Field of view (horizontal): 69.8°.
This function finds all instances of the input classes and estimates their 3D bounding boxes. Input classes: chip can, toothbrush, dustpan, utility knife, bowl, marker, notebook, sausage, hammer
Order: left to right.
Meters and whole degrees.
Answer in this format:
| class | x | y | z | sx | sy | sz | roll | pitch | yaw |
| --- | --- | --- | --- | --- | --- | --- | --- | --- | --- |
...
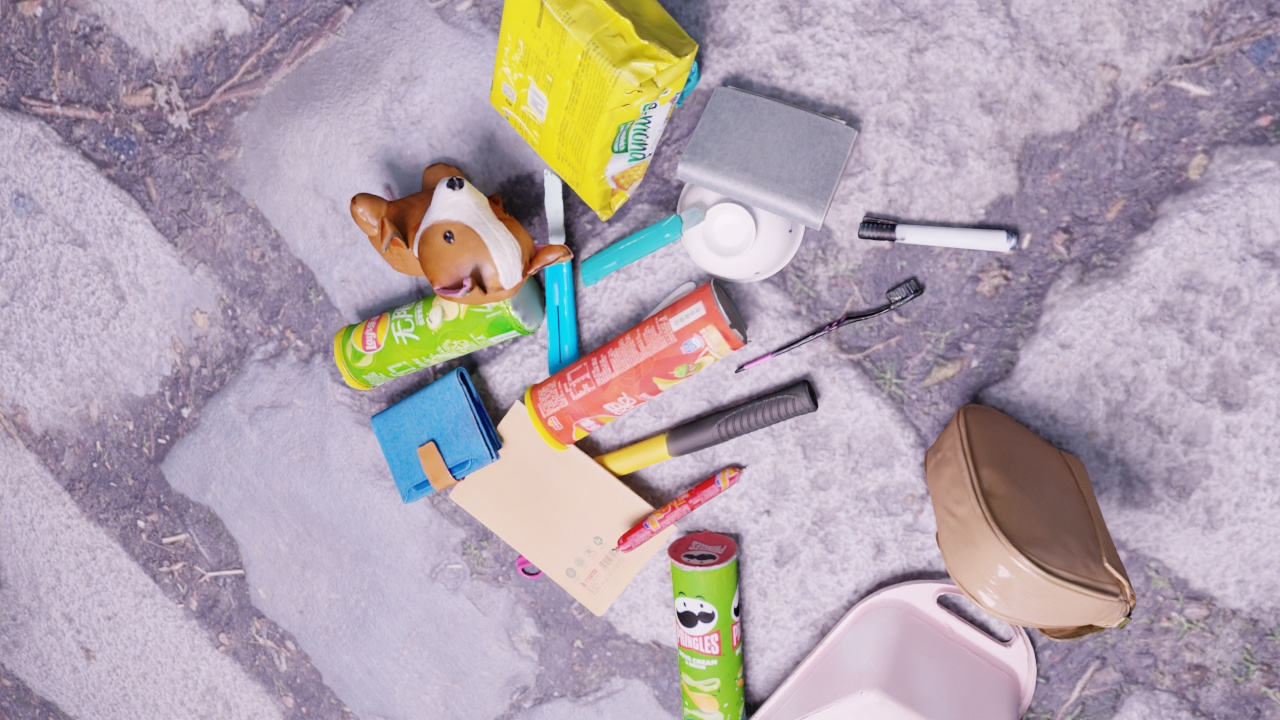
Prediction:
| class | x | y | z | sx | sy | sz | roll | pitch | yaw |
| --- | --- | --- | --- | --- | --- | --- | --- | --- | --- |
| chip can | -0.202 | -0.033 | 0.921 | 0.222 | 0.072 | 0.072 | -17 | 103 | 21 |
| utility knife | -0.078 | -0.076 | 0.874 | 0.034 | 0.018 | 0.219 | 14 | 124 | 24 |
| notebook | -0.083 | 0.156 | 0.949 | 0.207 | 0.008 | 0.148 | 38 | 114 | 2 |
| toothbrush | -0.013 | -0.019 | 0.901 | 0.180 | 0.016 | 0.016 | -40 | 110 | 22 |
| chip can | -0.005 | 0.005 | 0.863 | 0.217 | 0.073 | 0.073 | -31 | 97 | 18 |
| utility knife | -0.004 | -0.102 | 0.839 | 0.176 | 0.013 | 0.029 | -21 | 73 | 45 |
| hammer | 0.032 | 0.084 | 0.912 | 0.301 | 0.032 | 0.129 | -22 | 101 | 23 |
| sausage | 0.038 | 0.146 | 0.905 | 0.156 | 0.020 | 0.020 | -32 | 98 | -5 |
| chip can | 0.072 | 0.298 | 0.953 | 0.072 | 0.072 | 0.236 | 1 | 109 | 17 |
| bowl | 0.083 | -0.119 | 0.809 | 0.118 | 0.064 | 0.118 | 5 | 109 | 15 |
| toothbrush | 0.168 | -0.029 | 0.842 | 0.190 | 0.014 | 0.018 | -25 | 90 | 23 |
| dustpan | 0.259 | 0.347 | 0.919 | 0.222 | 0.138 | 0.274 | 34 | 133 | -7 |
| marker | 0.253 | -0.109 | 0.786 | 0.131 | 0.018 | 0.022 | 6 | 101 | 15 |

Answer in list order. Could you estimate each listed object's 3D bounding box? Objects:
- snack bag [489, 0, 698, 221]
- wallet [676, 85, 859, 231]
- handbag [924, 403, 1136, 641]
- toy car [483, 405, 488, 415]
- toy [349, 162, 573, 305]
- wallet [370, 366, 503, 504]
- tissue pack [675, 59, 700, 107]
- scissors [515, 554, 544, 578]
| class | x | y | z | sx | sy | sz | roll | pitch | yaw |
| --- | --- | --- | --- | --- | --- | --- | --- | --- | --- |
| snack bag | -0.053 | -0.225 | 0.741 | 0.158 | 0.068 | 0.247 | 48 | 158 | 6 |
| wallet | 0.109 | -0.175 | 0.776 | 0.130 | 0.037 | 0.106 | 22 | 71 | 10 |
| handbag | 0.310 | 0.133 | 0.755 | 0.148 | 0.204 | 0.100 | 23 | 125 | -6 |
| toy car | -0.203 | 0.080 | 0.981 | 0.049 | 0.031 | 0.106 | 40 | 111 | 14 |
| toy | -0.168 | -0.115 | 0.834 | 0.199 | 0.139 | 0.131 | 37 | 146 | 38 |
| wallet | -0.213 | 0.080 | 0.949 | 0.133 | 0.040 | 0.106 | -27 | 84 | 27 |
| tissue pack | 0.001 | -0.270 | 0.765 | 0.050 | 0.093 | 0.133 | -35 | 97 | 11 |
| scissors | -0.095 | 0.199 | 0.992 | 0.134 | 0.017 | 0.134 | -27 | 108 | 32 |
